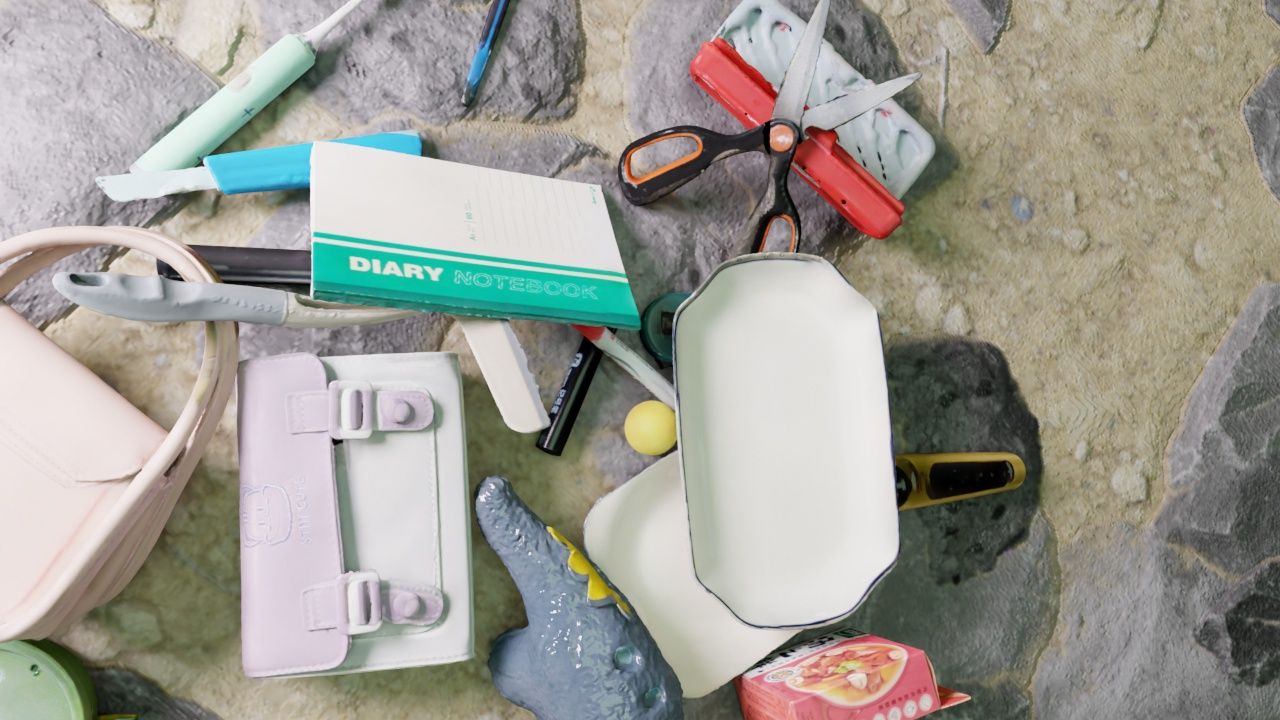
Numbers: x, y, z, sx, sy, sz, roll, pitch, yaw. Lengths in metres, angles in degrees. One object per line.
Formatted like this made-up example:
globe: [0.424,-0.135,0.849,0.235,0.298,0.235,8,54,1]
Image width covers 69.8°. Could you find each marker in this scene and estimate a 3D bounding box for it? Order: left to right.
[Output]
marker: [-0.041,0.008,0.675,0.022,0.020,0.132,26,77,-10]
marker: [-0.004,0.004,0.673,0.145,0.017,0.017,41,75,-20]

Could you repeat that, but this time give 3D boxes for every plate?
plate: [0.050,0.145,0.676,0.164,0.034,0.163,-29,91,-17]
plate: [0.101,0.056,0.660,0.162,0.034,0.265,-4,87,-13]

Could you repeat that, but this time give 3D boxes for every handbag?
handbag: [-0.344,0.023,0.537,0.193,0.093,0.234,40,82,-3]
handbag: [-0.183,0.095,0.591,0.145,0.098,0.197,-4,84,-10]

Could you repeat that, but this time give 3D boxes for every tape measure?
tape measure: [0.027,-0.023,0.694,0.054,0.025,0.058,-3,84,-17]

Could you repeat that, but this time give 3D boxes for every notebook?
notebook: [-0.111,-0.083,0.613,0.209,0.012,0.150,4,46,-24]

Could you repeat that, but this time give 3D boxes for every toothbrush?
toothbrush: [-0.257,-0.197,0.635,0.026,0.027,0.224,36,74,21]
toothbrush: [-0.215,-0.062,0.634,0.212,0.026,0.027,2,118,-16]
toothbrush: [-0.104,-0.278,0.696,0.014,0.016,0.189,20,81,-22]

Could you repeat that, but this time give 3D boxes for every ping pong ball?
ping pong ball: [0.008,0.049,0.672,0.040,0.040,0.040,2,83,-15]

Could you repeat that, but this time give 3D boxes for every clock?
clock: [-0.396,0.206,0.536,0.161,0.056,0.116,39,75,-8]

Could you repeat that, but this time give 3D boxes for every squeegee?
squeegee: [-0.207,-0.035,0.552,0.246,0.039,0.246,-2,47,-30]

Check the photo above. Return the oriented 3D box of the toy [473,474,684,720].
toy: [-0.040,0.251,0.603,0.138,0.091,0.356,-2,92,-1]

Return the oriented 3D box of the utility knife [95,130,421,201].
utility knife: [-0.250,-0.130,0.622,0.209,0.018,0.034,-12,91,-24]

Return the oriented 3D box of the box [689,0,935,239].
box: [0.140,-0.196,0.710,0.201,0.112,0.100,40,100,-7]

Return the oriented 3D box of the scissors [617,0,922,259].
scissors: [0.084,-0.146,0.662,0.231,0.021,0.221,3,120,15]

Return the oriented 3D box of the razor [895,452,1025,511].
razor: [0.231,0.093,0.720,0.167,0.068,0.062,-2,84,-22]

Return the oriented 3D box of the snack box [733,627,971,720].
snack box: [0.145,0.228,0.651,0.127,0.113,0.044,-14,86,-17]
